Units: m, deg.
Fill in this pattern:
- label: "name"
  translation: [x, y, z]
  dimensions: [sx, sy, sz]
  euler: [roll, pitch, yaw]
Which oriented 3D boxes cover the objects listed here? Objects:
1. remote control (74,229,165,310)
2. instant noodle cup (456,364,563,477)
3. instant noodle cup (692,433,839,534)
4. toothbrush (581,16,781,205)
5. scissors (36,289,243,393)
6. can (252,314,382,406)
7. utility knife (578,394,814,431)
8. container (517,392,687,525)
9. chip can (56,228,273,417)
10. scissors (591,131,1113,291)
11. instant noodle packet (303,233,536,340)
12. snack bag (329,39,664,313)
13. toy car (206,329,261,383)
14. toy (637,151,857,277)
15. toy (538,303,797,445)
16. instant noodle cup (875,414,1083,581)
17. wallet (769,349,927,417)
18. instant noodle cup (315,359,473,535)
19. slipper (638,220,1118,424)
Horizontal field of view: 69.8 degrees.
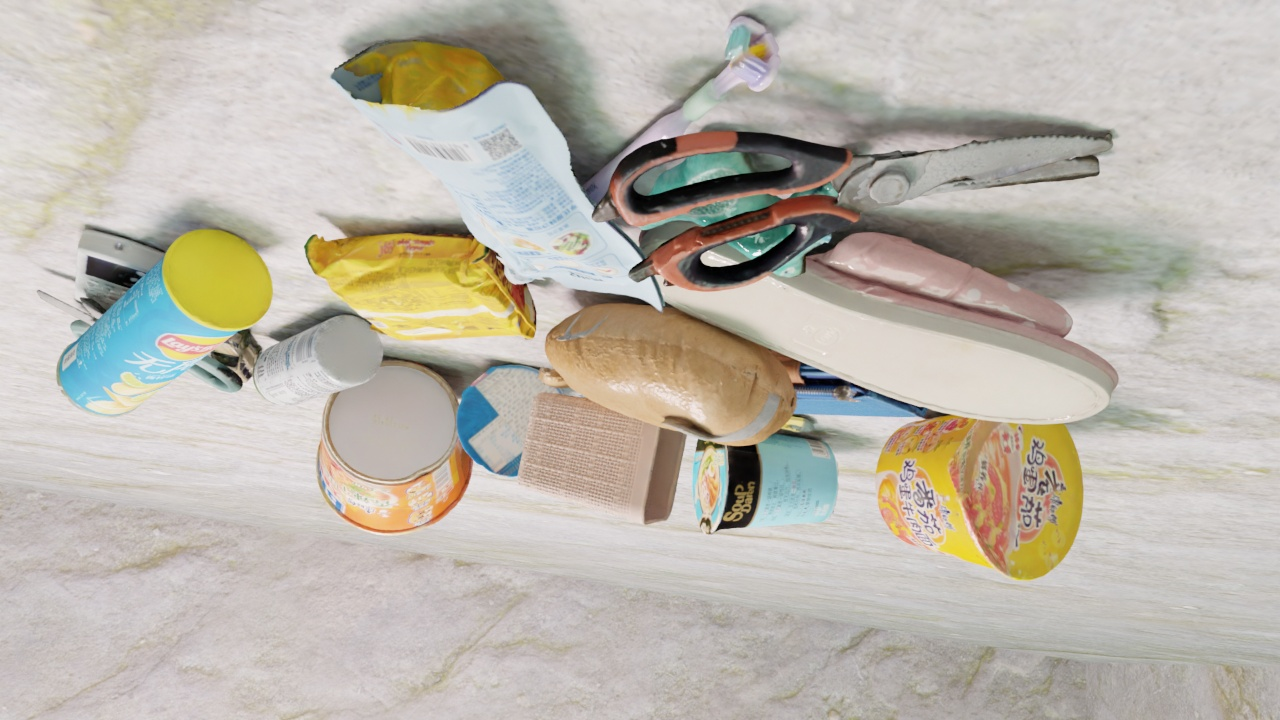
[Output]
- label: "remote control"
  translation: [-0.402, -0.061, 0.707]
  dimensions: [0.058, 0.021, 0.150]
  euler: [18, 159, -27]
- label: "instant noodle cup"
  translation: [-0.115, 0.061, 0.844]
  dimensions: [0.099, 0.099, 0.110]
  euler: [10, 169, -4]
- label: "instant noodle cup"
  translation: [0.121, 0.115, 0.884]
  dimensions: [0.120, 0.111, 0.111]
  euler: [5, 162, -12]
- label: "toothbrush"
  translation: [0.002, -0.100, 0.433]
  dimensions: [0.021, 0.029, 0.190]
  euler: [-25, 180, -31]
- label: "scissors"
  translation: [-0.423, -0.008, 0.794]
  dimensions: [0.180, 0.019, 0.171]
  euler: [24, 156, -7]
- label: "can"
  translation: [-0.278, 0.003, 0.782]
  dimensions: [0.058, 0.058, 0.147]
  euler: [23, 156, -37]
- label: "utility knife"
  translation: [0.053, 0.044, 0.838]
  dimensions: [0.219, 0.022, 0.031]
  euler: [12, 155, 1]
- label: "container"
  translation: [-0.030, 0.075, 0.738]
  dimensions: [0.111, 0.090, 0.090]
  euler: [10, 176, 18]
- label: "chip can"
  translation: [-0.349, -0.021, 0.665]
  dimensions: [0.211, 0.071, 0.071]
  euler: [-24, 145, 38]
- label: "scissors"
  translation: [0.095, -0.069, 0.417]
  dimensions: [0.206, 0.015, 0.193]
  euler: [20, 134, -23]
- label: "instant noodle packet"
  translation: [-0.139, -0.048, 0.603]
  dimensions: [0.128, 0.044, 0.111]
  euler: [1, 155, 14]
- label: "snack bag"
  translation: [-0.062, -0.081, 0.462]
  dimensions: [0.110, 0.038, 0.191]
  euler: [4, 158, 25]
- label: "toy car"
  translation: [-0.373, -0.007, 0.831]
  dimensions: [0.042, 0.035, 0.091]
  euler: [10, 159, -8]
- label: "toy"
  translation: [0.057, -0.077, 0.447]
  dimensions: [0.092, 0.030, 0.097]
  euler: [32, 128, -20]
- label: "toy"
  translation: [-0.004, 0.004, 0.636]
  dimensions: [0.226, 0.082, 0.143]
  euler: [12, 164, 42]
- label: "instant noodle cup"
  translation: [0.267, 0.101, 0.742]
  dimensions: [0.138, 0.138, 0.110]
  euler: [18, 167, -27]
- label: "wallet"
  translation: [0.132, 0.019, 0.686]
  dimensions: [0.133, 0.040, 0.106]
  euler: [-1, 164, 41]
- label: "instant noodle cup"
  translation: [-0.229, 0.075, 0.854]
  dimensions: [0.151, 0.151, 0.112]
  euler: [11, 153, -8]
- label: "slipper"
  translation: [0.130, -0.031, 0.521]
  dimensions: [0.274, 0.054, 0.114]
  euler: [19, 158, 6]
